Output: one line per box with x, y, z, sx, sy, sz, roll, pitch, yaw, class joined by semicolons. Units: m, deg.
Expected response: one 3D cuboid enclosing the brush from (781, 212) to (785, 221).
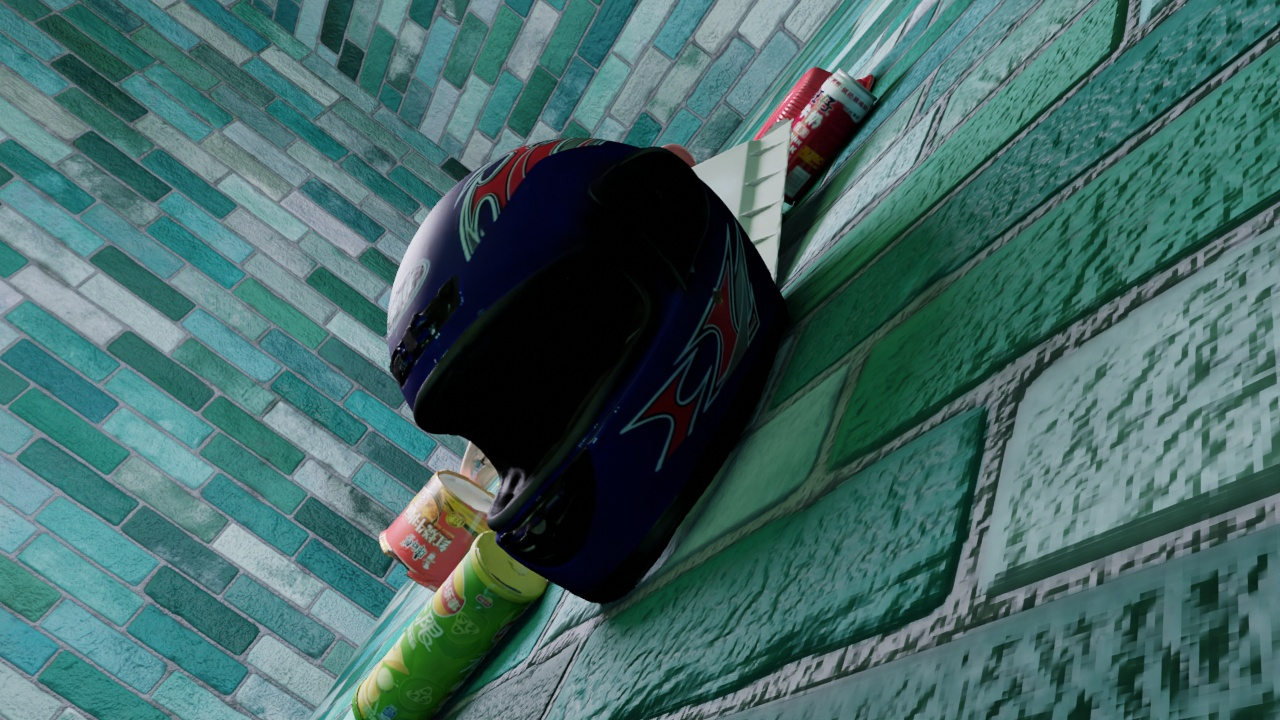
0.096;-0.145;0.984;0.063;0.073;0.146;-55;8;-22;brush

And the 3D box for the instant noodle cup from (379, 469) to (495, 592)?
-0.230;0.207;1.123;0.108;0.138;0.138;-56;6;2;instant noodle cup

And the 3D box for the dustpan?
0.052;-0.074;0.893;0.258;0.142;0.222;-13;48;31;dustpan

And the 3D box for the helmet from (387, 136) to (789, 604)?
-0.053;-0.019;0.630;0.248;0.240;0.314;-50;7;39;helmet

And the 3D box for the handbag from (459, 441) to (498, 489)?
-0.163;0.093;1.214;0.235;0.093;0.192;-51;-2;29;handbag

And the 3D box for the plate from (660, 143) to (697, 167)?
0.024;-0.172;1.220;0.228;0.028;0.230;-34;-49;-52;plate

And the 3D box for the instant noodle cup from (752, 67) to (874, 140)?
0.182;-0.266;1.059;0.194;0.066;0.193;-52;5;6;instant noodle cup

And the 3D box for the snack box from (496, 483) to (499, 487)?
-0.117;0.119;1.171;0.140;0.034;0.087;-45;3;-21;snack box

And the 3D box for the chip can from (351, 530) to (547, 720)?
-0.169;0.244;0.792;0.222;0.072;0.072;-51;7;21;chip can

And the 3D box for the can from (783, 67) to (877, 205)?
0.175;-0.224;0.924;0.133;0.053;0.053;-51;7;20;can
